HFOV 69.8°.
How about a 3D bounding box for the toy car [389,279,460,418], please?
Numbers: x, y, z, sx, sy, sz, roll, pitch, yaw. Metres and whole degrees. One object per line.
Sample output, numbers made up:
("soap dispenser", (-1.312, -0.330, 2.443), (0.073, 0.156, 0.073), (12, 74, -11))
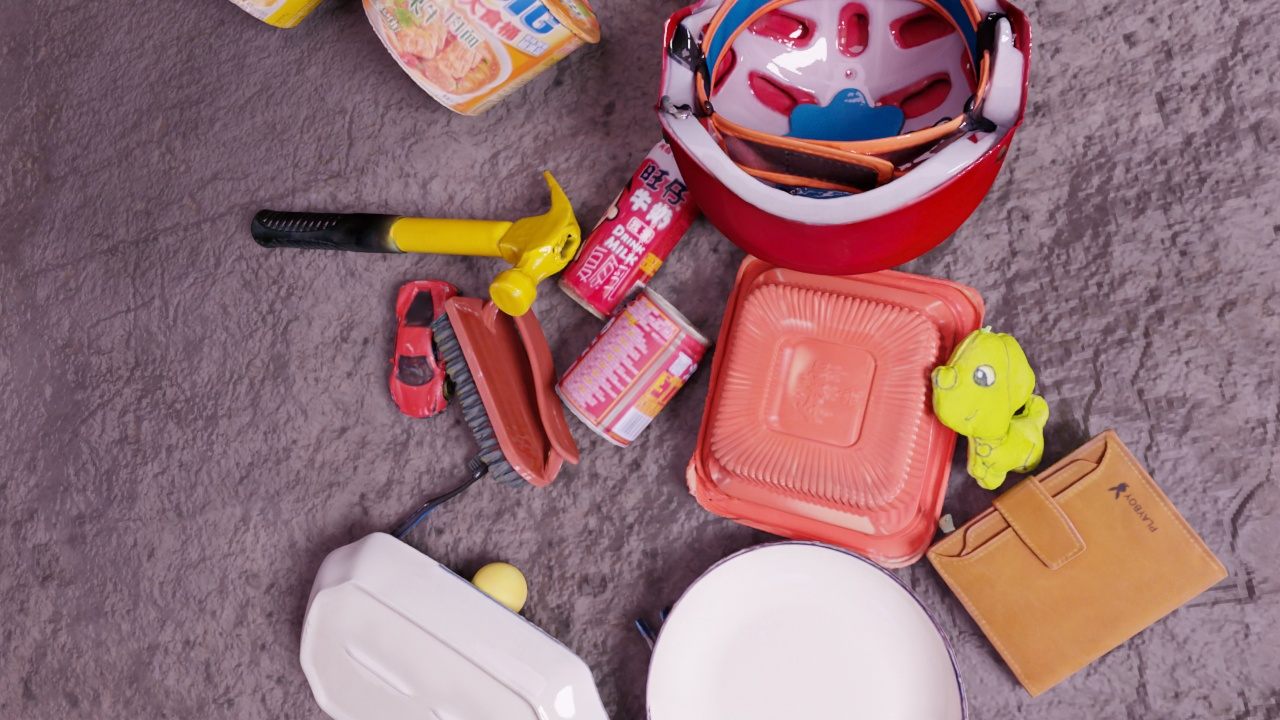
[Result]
("toy car", (-0.165, -0.009, 0.699), (0.049, 0.031, 0.106), (3, 86, 20))

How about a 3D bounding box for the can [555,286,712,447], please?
("can", (-0.004, 0.004, 0.623), (0.066, 0.066, 0.094), (43, 97, 18))

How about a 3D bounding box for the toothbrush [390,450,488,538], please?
("toothbrush", (-0.174, 0.121, 0.693), (0.190, 0.014, 0.016), (-39, 72, 11))

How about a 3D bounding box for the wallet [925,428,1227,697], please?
("wallet", (0.248, 0.113, 0.540), (0.131, 0.035, 0.119), (-38, 86, 11))

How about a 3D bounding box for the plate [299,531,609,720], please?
("plate", (-0.142, 0.231, 0.635), (0.266, 0.034, 0.162), (27, 108, 20))

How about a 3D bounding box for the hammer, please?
("hammer", (-0.178, -0.095, 0.691), (0.301, 0.033, 0.128), (6, 46, 27))

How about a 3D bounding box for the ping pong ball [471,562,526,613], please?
("ping pong ball", (-0.101, 0.163, 0.648), (0.040, 0.040, 0.040), (-3, 82, 18))

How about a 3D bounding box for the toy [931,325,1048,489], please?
("toy", (0.208, 0.026, 0.542), (0.031, 0.096, 0.100), (15, 116, 58))

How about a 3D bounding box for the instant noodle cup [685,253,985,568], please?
("instant noodle cup", (0.115, 0.024, 0.575), (0.165, 0.079, 0.188), (12, 88, 20))

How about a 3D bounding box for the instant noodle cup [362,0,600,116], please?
("instant noodle cup", (-0.118, -0.258, 0.661), (0.112, 0.151, 0.151), (-34, 74, 20))

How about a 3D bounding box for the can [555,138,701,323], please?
("can", (0.000, -0.092, 0.641), (0.053, 0.053, 0.133), (39, 96, 19))

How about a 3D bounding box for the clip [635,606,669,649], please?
("clip", (0.017, 0.196, 0.615), (0.043, 0.027, 0.058), (-25, 79, 6))

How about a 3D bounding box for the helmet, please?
("helmet", (0.122, -0.152, 0.565), (0.207, 0.144, 0.239), (5, 61, 16))

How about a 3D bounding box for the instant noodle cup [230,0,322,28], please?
("instant noodle cup", (-0.291, -0.347, 0.737), (0.110, 0.138, 0.138), (-38, 73, 19))

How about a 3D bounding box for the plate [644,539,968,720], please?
("plate", (0.099, 0.209, 0.564), (0.193, 0.039, 0.192), (-5, 73, 17))

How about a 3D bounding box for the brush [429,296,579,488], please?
("brush", (-0.091, 0.020, 0.652), (0.069, 0.063, 0.145), (-29, 76, 27))
